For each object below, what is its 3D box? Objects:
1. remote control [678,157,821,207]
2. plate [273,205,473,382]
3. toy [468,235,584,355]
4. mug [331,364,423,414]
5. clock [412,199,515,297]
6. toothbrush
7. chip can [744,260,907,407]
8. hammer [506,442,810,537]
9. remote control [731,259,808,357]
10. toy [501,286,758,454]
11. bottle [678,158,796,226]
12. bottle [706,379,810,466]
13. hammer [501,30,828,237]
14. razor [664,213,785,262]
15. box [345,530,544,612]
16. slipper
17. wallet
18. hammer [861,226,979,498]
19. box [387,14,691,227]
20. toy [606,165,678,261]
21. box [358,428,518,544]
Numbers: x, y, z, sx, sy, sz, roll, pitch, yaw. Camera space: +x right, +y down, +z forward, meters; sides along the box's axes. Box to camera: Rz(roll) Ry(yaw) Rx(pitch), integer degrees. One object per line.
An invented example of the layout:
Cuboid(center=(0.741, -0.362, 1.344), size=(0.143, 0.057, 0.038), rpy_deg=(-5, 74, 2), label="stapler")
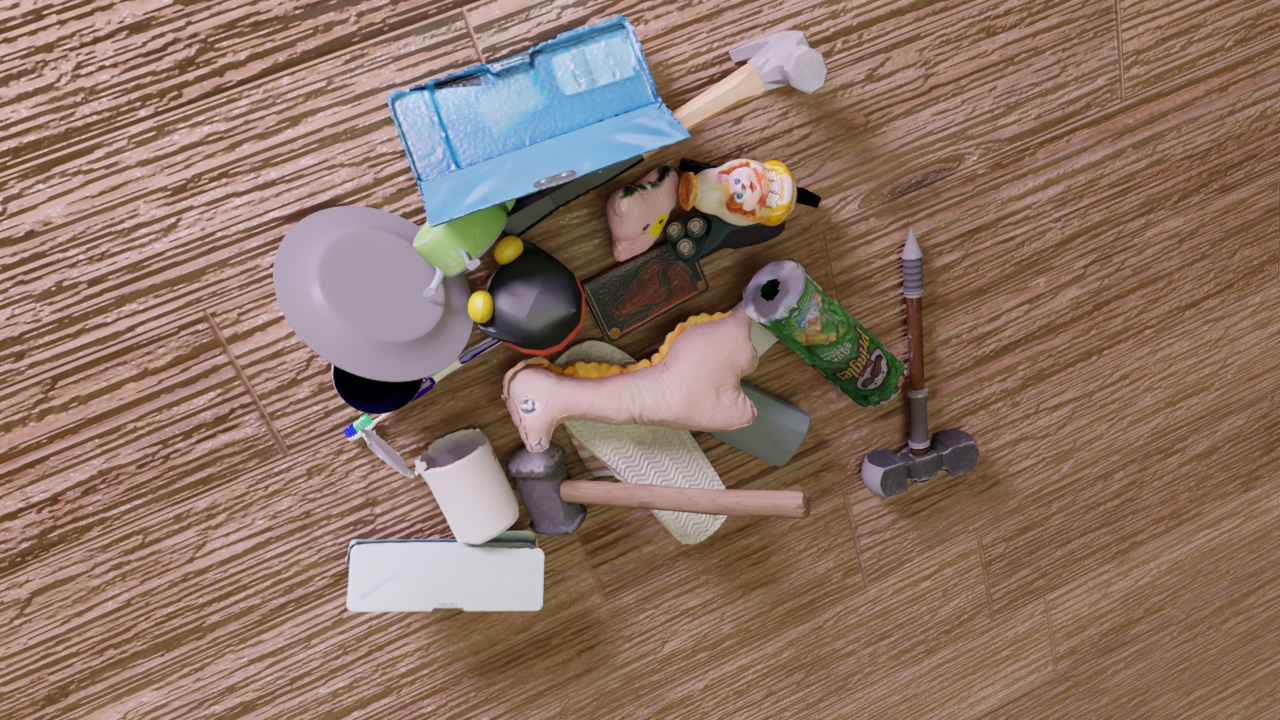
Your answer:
Cuboid(center=(0.113, -0.181, 0.935), size=(0.150, 0.034, 0.013), rpy_deg=(9, 111, -22), label="remote control")
Cuboid(center=(-0.227, -0.064, 0.804), size=(0.178, 0.178, 0.012), rpy_deg=(21, 142, -25), label="plate")
Cuboid(center=(-0.101, -0.050, 0.878), size=(0.100, 0.119, 0.097), rpy_deg=(22, 76, 4), label="toy")
Cuboid(center=(-0.231, -0.014, 0.851), size=(0.112, 0.097, 0.079), rpy_deg=(-33, 118, -4), label="mug")
Cuboid(center=(-0.158, -0.121, 0.819), size=(0.095, 0.119, 0.042), rpy_deg=(-24, 122, 36), label="clock")
Cuboid(center=(-0.216, 0.024, 0.918), size=(0.186, 0.015, 0.016), rpy_deg=(-35, 113, -3), label="toothbrush")
Cuboid(center=(0.200, -0.025, 0.982), size=(0.223, 0.075, 0.075), rpy_deg=(33, 98, -39), label="chip can")
Cuboid(center=(0.010, 0.136, 0.910), size=(0.329, 0.052, 0.098), rpy_deg=(-1, 121, 31), label="hammer")
Cuboid(center=(0.134, -0.046, 1.003), size=(0.138, 0.025, 0.060), rpy_deg=(-41, 118, -2), label="remote control")
Cuboid(center=(-0.006, 0.005, 0.931), size=(0.264, 0.065, 0.196), rpy_deg=(6, 80, -12), label="toy")
Cuboid(center=(0.092, -0.161, 0.879), size=(0.108, 0.063, 0.063), rpy_deg=(-2, 112, -18), label="bottle")
Cuboid(center=(0.110, 0.060, 1.026), size=(0.161, 0.046, 0.072), rpy_deg=(25, 101, -26), label="bottle")
Cuboid(center=(0.010, -0.208, 0.856), size=(0.328, 0.131, 0.039), rpy_deg=(-29, 118, 5), label="hammer")
Cuboid(center=(0.090, -0.130, 0.931), size=(0.142, 0.047, 0.052), rpy_deg=(-13, 153, -35), label="razor")
Cuboid(center=(-0.207, 0.219, 0.965), size=(0.198, 0.096, 0.085), rpy_deg=(6, 78, -21), label="box")
Cuboid(center=(-0.005, 0.090, 0.990), size=(0.115, 0.052, 0.263), rpy_deg=(-43, 106, -10), label="slipper")
Cuboid(center=(0.005, -0.076, 0.949), size=(0.123, 0.019, 0.072), rpy_deg=(-28, 117, -6), label="wallet")
Cuboid(center=(0.325, 0.002, 1.082), size=(0.156, 0.043, 0.322), rpy_deg=(-14, 113, -13), label="hammer")
Cuboid(center=(-0.090, -0.199, 0.798), size=(0.231, 0.173, 0.066), rpy_deg=(-19, 151, -5), label="box")
Cuboid(center=(-0.003, -0.139, 0.894), size=(0.102, 0.050, 0.093), rpy_deg=(-34, 148, -50), label="toy")
Cuboid(center=(-0.199, 0.115, 0.919), size=(0.118, 0.084, 0.160), rpy_deg=(-23, 114, -12), label="box")
